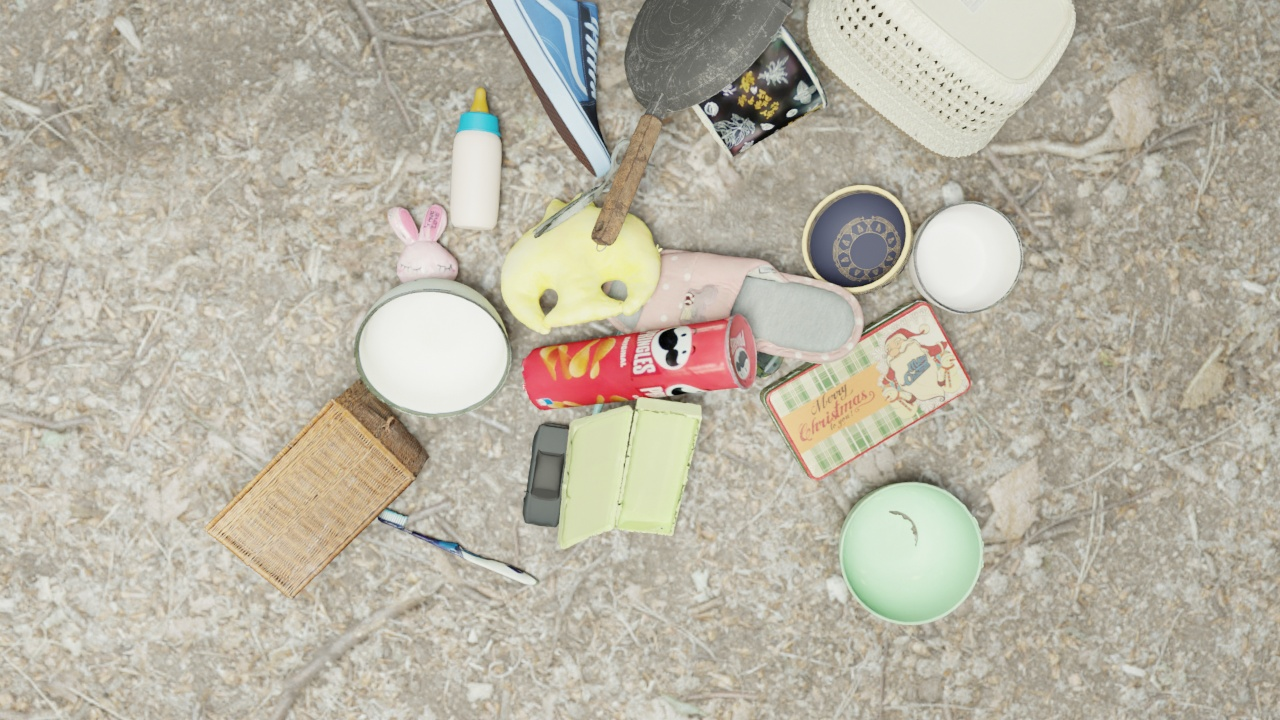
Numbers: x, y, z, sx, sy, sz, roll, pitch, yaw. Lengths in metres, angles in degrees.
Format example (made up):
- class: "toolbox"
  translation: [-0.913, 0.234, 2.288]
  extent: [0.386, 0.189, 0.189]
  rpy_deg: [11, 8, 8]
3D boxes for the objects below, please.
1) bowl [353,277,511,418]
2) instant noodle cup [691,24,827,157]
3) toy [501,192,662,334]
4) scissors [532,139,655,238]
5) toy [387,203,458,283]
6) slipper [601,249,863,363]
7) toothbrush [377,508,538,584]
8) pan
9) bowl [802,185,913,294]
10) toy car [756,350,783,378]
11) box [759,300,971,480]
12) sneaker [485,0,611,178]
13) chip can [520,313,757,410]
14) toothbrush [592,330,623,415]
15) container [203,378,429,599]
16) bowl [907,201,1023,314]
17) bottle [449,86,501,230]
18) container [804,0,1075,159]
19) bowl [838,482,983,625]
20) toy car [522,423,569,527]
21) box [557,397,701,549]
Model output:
- class: "bowl"
  translation: [-0.209, -0.021, 0.939]
  extent: [0.153, 0.072, 0.154]
  rpy_deg: [-3, 124, -4]
- class: "instant noodle cup"
  translation: [0.104, -0.279, 0.928]
  extent: [0.112, 0.137, 0.137]
  rpy_deg: [-36, 94, 11]
- class: "toy"
  translation: [-0.062, -0.103, 0.946]
  extent: [0.170, 0.065, 0.154]
  rpy_deg: [-12, 65, 5]
- class: "scissors"
  translation: [-0.045, -0.166, 0.939]
  extent: [0.014, 0.095, 0.170]
  rpy_deg: [35, 83, 28]
- class: "toy"
  translation: [-0.226, -0.110, 0.962]
  extent: [0.063, 0.047, 0.110]
  rpy_deg: [-12, 91, -10]
- class: "slipper"
  translation: [0.089, -0.055, 0.940]
  extent: [0.275, 0.054, 0.114]
  rpy_deg: [8, 83, 14]
- class: "toothbrush"
  translation: [-0.197, 0.204, 0.998]
  extent: [0.189, 0.016, 0.017]
  rpy_deg: [24, 82, -3]
- class: "pan"
  translation: [0.027, -0.266, 0.876]
  extent: [0.040, 0.208, 0.356]
  rpy_deg: [34, 76, -40]
- class: "bowl"
  translation: [0.234, -0.121, 0.965]
  extent: [0.113, 0.061, 0.112]
  rpy_deg: [-5, 79, 29]
- class: "toy car"
  translation: [0.112, -0.019, 0.983]
  extent: [0.091, 0.036, 0.042]
  rpy_deg: [38, 90, 3]
- class: "box"
  translation: [0.241, 0.032, 0.988]
  extent: [0.205, 0.050, 0.117]
  rpy_deg: [-30, 93, 1]
- class: "sneaker"
  translation: [-0.070, -0.312, 0.939]
  extent: [0.098, 0.083, 0.241]
  rpy_deg: [-28, 92, -3]
- class: "chip can"
  translation: [-0.005, 0.005, 0.916]
  extent: [0.233, 0.073, 0.073]
  rpy_deg: [-8, 94, 27]
- class: "toothbrush"
  translation: [-0.041, 0.038, 0.993]
  extent: [0.016, 0.016, 0.180]
  rpy_deg: [19, 92, -3]
- class: "container"
  translation: [-0.323, 0.129, 0.939]
  extent: [0.198, 0.113, 0.112]
  rpy_deg: [-44, 99, 2]
- class: "bowl"
  translation: [0.336, -0.107, 0.973]
  extent: [0.116, 0.065, 0.116]
  rpy_deg: [0, 93, -2]
- class: "bottle"
  translation: [-0.170, -0.210, 0.955]
  extent: [0.051, 0.051, 0.146]
  rpy_deg: [3, 93, -3]
- class: "container"
  translation: [0.302, -0.336, 0.920]
  extent: [0.246, 0.143, 0.184]
  rpy_deg: [37, 78, -4]
- class: "bowl"
  translation: [0.279, 0.198, 0.984]
  extent: [0.151, 0.077, 0.151]
  rpy_deg: [0, 94, -2]
- class: "toy car"
  translation: [-0.099, 0.124, 0.986]
  extent: [0.046, 0.034, 0.112]
  rpy_deg: [9, 93, -3]
- class: "box"
  translation: [-0.016, 0.116, 0.935]
  extent: [0.141, 0.044, 0.188]
  rpy_deg: [-7, 134, -17]
